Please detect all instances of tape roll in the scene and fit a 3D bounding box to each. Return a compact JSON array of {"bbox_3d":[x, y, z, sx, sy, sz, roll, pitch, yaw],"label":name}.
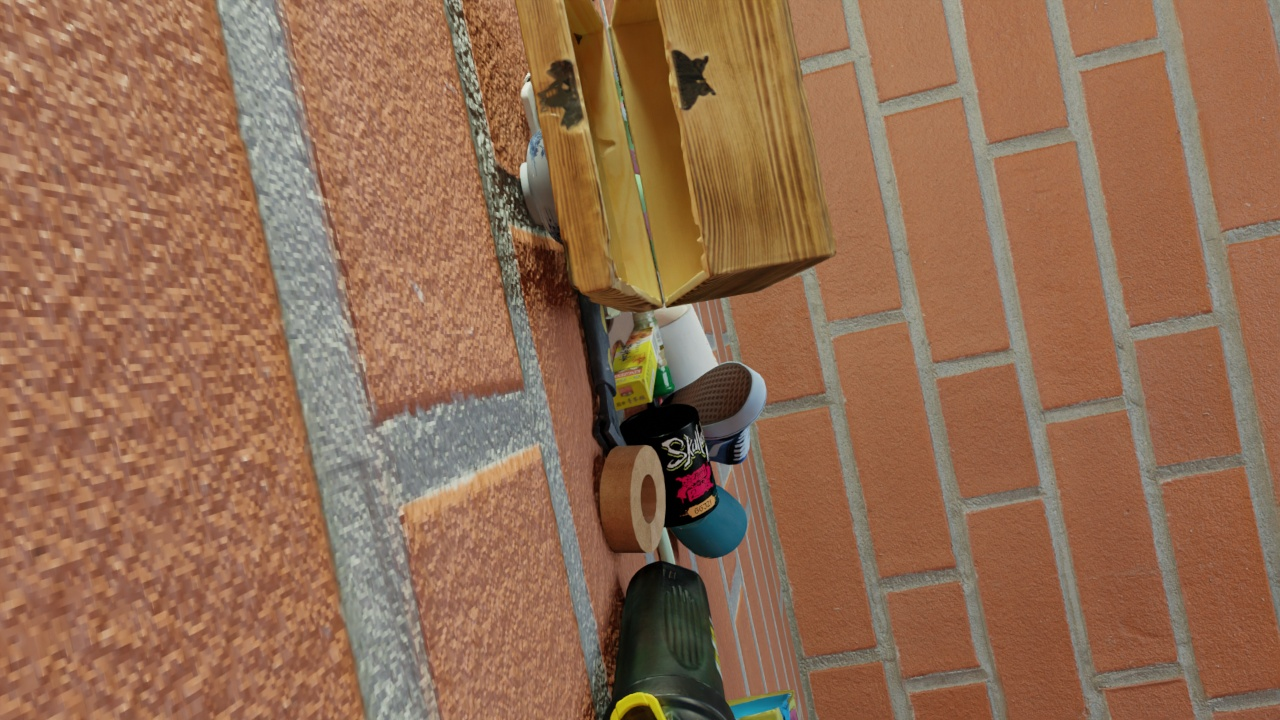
[{"bbox_3d":[-0.005,0.122,0.805,0.094,0.027,0.094,-3,90,-71],"label":"tape roll"}]

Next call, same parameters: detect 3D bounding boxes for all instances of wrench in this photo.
[{"bbox_3d":[-0.038,-0.010,0.853,0.073,0.022,0.273,34,45,-75],"label":"wrench"}]

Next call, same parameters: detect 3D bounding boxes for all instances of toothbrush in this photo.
[{"bbox_3d":[0.019,0.170,0.992,0.022,0.015,0.155,-19,98,-46],"label":"toothbrush"}]

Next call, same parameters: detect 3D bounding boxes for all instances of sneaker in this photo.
[{"bbox_3d":[0.097,0.067,1.005,0.083,0.098,0.242,-64,-167,-19],"label":"sneaker"}]

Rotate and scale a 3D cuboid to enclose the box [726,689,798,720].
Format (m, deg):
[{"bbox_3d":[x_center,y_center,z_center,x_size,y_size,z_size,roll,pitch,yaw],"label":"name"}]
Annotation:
[{"bbox_3d":[0.084,0.354,0.829,0.221,0.124,0.079,52,25,-72],"label":"box"}]

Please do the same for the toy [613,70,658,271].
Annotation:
[{"bbox_3d":[-0.012,-0.218,1.038,0.171,0.120,0.221,60,16,-47],"label":"toy"}]

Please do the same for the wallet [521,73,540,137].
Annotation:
[{"bbox_3d":[-0.075,-0.214,0.848,0.115,0.037,0.118,-87,166,-58],"label":"wallet"}]

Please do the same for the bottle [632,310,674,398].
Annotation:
[{"bbox_3d":[0.007,-0.012,1.067,0.043,0.043,0.111,-53,129,-77],"label":"bottle"}]

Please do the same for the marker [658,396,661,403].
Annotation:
[{"bbox_3d":[0.017,0.019,1.179,0.013,0.013,0.142,58,22,-64],"label":"marker"}]

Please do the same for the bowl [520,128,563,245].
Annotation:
[{"bbox_3d":[-0.070,-0.142,0.760,0.114,0.045,0.114,-11,89,-80],"label":"bowl"}]

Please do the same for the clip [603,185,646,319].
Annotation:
[{"bbox_3d":[-0.034,-0.103,0.924,0.152,0.101,0.126,163,-82,-68],"label":"clip"}]

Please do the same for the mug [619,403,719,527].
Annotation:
[{"bbox_3d":[0.019,0.112,0.911,0.117,0.082,0.098,-37,118,-49],"label":"mug"}]

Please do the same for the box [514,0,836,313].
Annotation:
[{"bbox_3d":[0.010,-0.186,0.741,0.251,0.192,0.279,156,-79,-85],"label":"box"}]

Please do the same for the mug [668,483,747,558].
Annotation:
[{"bbox_3d":[0.066,0.170,1.092,0.104,0.084,0.112,47,19,-56],"label":"mug"}]

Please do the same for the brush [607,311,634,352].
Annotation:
[{"bbox_3d":[-0.030,-0.034,0.972,0.135,0.015,0.050,-66,144,-65],"label":"brush"}]

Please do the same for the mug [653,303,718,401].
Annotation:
[{"bbox_3d":[0.046,-0.008,1.134,0.082,0.082,0.105,-79,146,-67],"label":"mug"}]

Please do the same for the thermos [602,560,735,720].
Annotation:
[{"bbox_3d":[0.020,0.238,0.695,0.220,0.098,0.098,-86,162,-71],"label":"thermos"}]

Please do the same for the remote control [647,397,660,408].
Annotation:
[{"bbox_3d":[0.024,0.083,1.130,0.032,0.015,0.136,-75,149,-70],"label":"remote control"}]

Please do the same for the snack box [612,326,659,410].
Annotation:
[{"bbox_3d":[-0.006,0.006,0.974,0.147,0.040,0.029,-80,156,-67],"label":"snack box"}]
